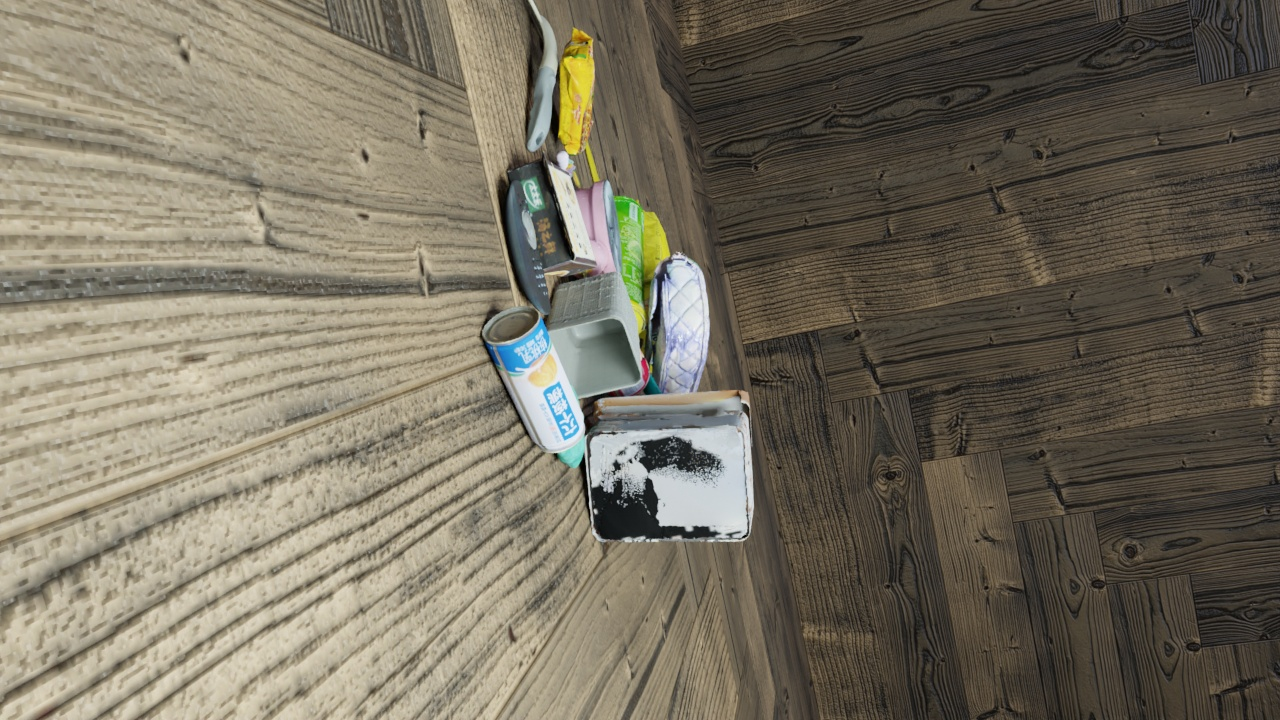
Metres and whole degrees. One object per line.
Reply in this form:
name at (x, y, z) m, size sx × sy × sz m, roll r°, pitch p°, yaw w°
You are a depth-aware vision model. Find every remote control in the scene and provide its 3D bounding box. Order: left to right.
remote control at (-0.116, -0.110, 0.911) m, size 0.053 × 0.024 × 0.136 m, roll -29°, pitch 106°, yaw -80°

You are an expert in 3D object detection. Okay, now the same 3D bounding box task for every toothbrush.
toothbrush at (-0.088, -0.230, 1.070) m, size 0.189 × 0.021 × 0.029 m, roll -110°, pitch -179°, yaw -81°
toothbrush at (-0.062, -0.268, 1.330) m, size 0.015 × 0.017 × 0.190 m, roll -67°, pitch 144°, yaw -69°

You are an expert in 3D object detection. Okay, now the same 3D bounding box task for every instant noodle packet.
instant noodle packet at (-0.078, -0.335, 1.138) m, size 0.110 × 0.044 × 0.129 m, roll -94°, pitch -173°, yaw -55°

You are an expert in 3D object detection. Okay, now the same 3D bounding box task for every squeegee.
squeegee at (-0.117, -0.345, 1.088) m, size 0.246 × 0.039 × 0.246 m, roll 61°, pitch 21°, yaw -57°

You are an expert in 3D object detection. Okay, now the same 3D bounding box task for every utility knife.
utility knife at (-0.007, 0.007, 1.167) m, size 0.207 × 0.013 × 0.029 m, roll 59°, pitch -44°, yaw 42°

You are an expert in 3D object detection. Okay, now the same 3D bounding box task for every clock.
clock at (-0.059, -0.138, 1.101) m, size 0.117 × 0.060 × 0.158 m, roll 70°, pitch 14°, yaw -67°

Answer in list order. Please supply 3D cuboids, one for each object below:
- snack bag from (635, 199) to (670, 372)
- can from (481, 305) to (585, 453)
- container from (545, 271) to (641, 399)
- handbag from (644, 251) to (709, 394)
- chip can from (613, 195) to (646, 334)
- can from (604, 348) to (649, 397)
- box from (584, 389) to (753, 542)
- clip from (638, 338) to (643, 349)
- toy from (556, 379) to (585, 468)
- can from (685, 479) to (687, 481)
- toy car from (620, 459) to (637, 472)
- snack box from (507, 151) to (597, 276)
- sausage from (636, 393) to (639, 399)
snack bag at (0.016, -0.103, 1.396) m, size 0.247 × 0.068 × 0.157 m, roll 72°, pitch 15°, yaw -53°
can at (-0.093, 0.019, 0.825) m, size 0.053 × 0.053 × 0.135 m, roll -86°, pitch 161°, yaw -52°
container at (-0.050, -0.032, 1.000) m, size 0.114 × 0.090 × 0.090 m, roll -89°, pitch 163°, yaw -56°
handbag at (0.043, -0.032, 1.204) m, size 0.194 × 0.075 × 0.134 m, roll 97°, pitch -8°, yaw -60°
chip can at (-0.029, -0.128, 1.222) m, size 0.073 × 0.073 × 0.220 m, roll 66°, pitch 18°, yaw -46°
can at (-0.032, -0.002, 1.103) m, size 0.094 × 0.066 × 0.066 m, roll 60°, pitch 22°, yaw -56°
box at (0.037, 0.104, 1.050) m, size 0.178 × 0.182 × 0.153 m, roll -49°, pitch 136°, yaw -76°
clip at (-0.013, 0.004, 1.244) m, size 0.104 × 0.035 × 0.083 m, roll -58°, pitch 138°, yaw -65°
toy at (-0.072, 0.066, 0.946) m, size 0.096 × 0.030 × 0.091 m, roll 64°, pitch 20°, yaw -69°
can at (0.039, 0.183, 1.245) m, size 0.111 × 0.075 × 0.075 m, roll 52°, pitch 29°, yaw -66°
toy car at (-0.013, 0.098, 1.178) m, size 0.056 × 0.037 × 0.122 m, roll 66°, pitch 17°, yaw -53°
snack box at (-0.091, -0.151, 0.976) m, size 0.125 × 0.053 × 0.113 m, roll -14°, pitch 87°, yaw -77°
sausage at (-0.007, 0.074, 1.259) m, size 0.021 × 0.021 × 0.165 m, roll 24°, pitch 56°, yaw -76°
